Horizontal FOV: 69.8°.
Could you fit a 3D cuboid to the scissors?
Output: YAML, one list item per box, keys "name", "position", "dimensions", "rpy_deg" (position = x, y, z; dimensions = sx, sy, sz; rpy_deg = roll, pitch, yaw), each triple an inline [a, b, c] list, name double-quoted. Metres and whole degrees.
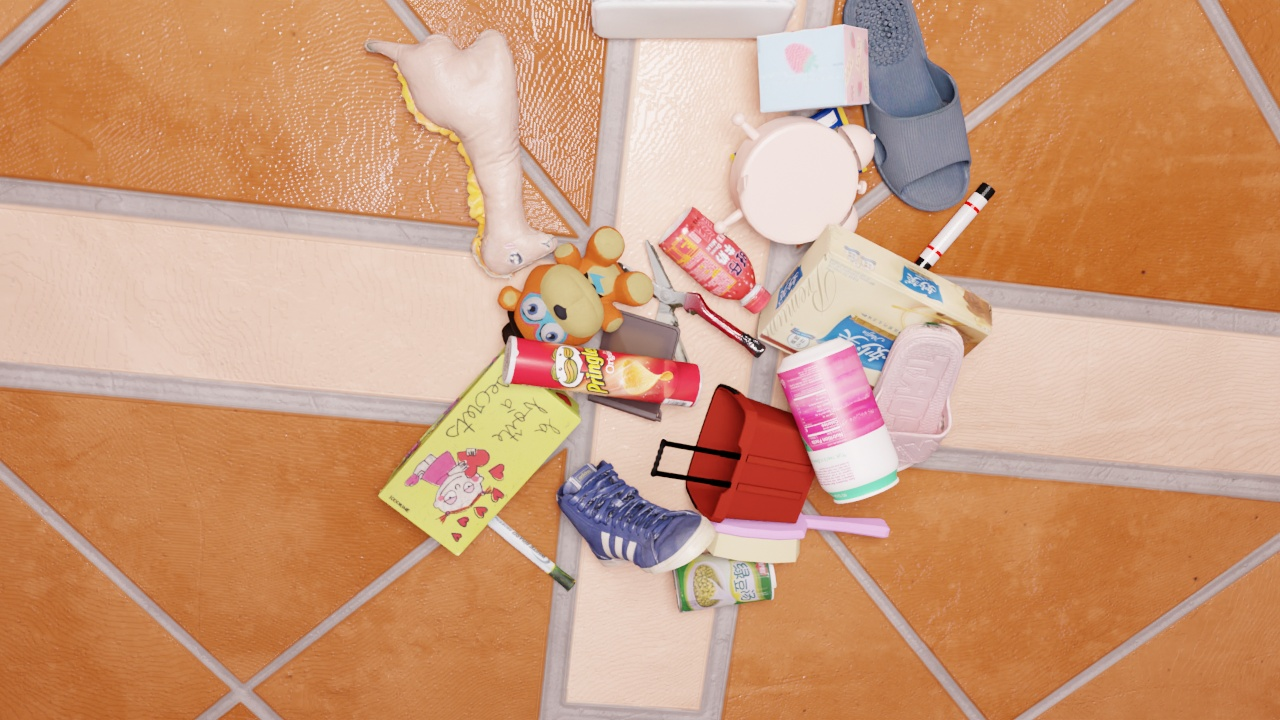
- name: "scissors"
  position: [0.054, -0.041, 1.061]
  dimensions: [0.196, 0.015, 0.180]
  rpy_deg: [16, 119, 12]

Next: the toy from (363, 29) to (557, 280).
- name: "toy"
  position: [-0.190, -0.219, 0.994]
  dimensions: [0.196, 0.065, 0.265]
  rpy_deg: [2, 111, 4]

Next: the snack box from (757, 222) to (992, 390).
- name: "snack box"
  position: [0.259, -0.044, 1.028]
  dimensions: [0.207, 0.055, 0.154]
  rpy_deg: [25, 135, -10]

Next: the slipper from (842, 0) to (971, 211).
- name: "slipper"
  position: [0.291, -0.282, 0.992]
  dimensions: [0.101, 0.082, 0.263]
  rpy_deg: [-23, 104, 5]

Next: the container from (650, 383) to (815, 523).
- name: "container"
  position: [0.095, 0.107, 1.057]
  dimensions: [0.200, 0.127, 0.148]
  rpy_deg: [13, 103, -17]

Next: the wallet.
- name: "wallet"
  position: [-0.007, 0.006, 1.070]
  dimensions: [0.091, 0.018, 0.116]
  rpy_deg: [17, 106, 11]

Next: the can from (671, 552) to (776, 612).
- name: "can"
  position: [0.102, 0.268, 1.130]
  dimensions: [0.121, 0.067, 0.067]
  rpy_deg: [-8, 105, -1]

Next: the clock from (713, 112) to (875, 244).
- name: "clock"
  position: [0.169, -0.190, 0.982]
  dimensions: [0.160, 0.086, 0.131]
  rpy_deg: [1, 114, -17]

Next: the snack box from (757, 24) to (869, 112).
- name: "snack box"
  position: [0.181, -0.303, 0.956]
  dimensions: [0.093, 0.094, 0.079]
  rpy_deg: [3, 107, 28]

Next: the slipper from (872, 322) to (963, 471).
- name: "slipper"
  position: [0.303, 0.062, 1.037]
  dimensions: [0.094, 0.064, 0.240]
  rpy_deg: [10, 135, 3]

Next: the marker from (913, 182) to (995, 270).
- name: "marker"
  position: [0.354, -0.143, 1.063]
  dimensions: [0.019, 0.019, 0.146]
  rpy_deg: [37, 99, -12]

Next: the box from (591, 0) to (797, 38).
- name: "box"
  position: [0.050, -0.383, 0.938]
  dimensions: [0.211, 0.105, 0.130]
  rpy_deg: [-7, 101, -2]

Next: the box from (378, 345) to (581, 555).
- name: "box"
  position: [-0.182, 0.100, 1.062]
  dimensions: [0.124, 0.082, 0.221]
  rpy_deg: [43, 99, -12]

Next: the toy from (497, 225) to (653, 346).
- name: "toy"
  position: [-0.078, -0.068, 1.025]
  dimensions: [0.176, 0.096, 0.112]
  rpy_deg: [-32, 104, 16]

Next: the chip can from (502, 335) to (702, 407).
- name: "chip can"
  position: [-0.040, 0.014, 1.007]
  dimensions: [0.214, 0.052, 0.052]
  rpy_deg: [8, 104, -16]

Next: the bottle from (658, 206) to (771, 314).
- name: "bottle"
  position: [0.089, -0.107, 1.035]
  dimensions: [0.137, 0.062, 0.062]
  rpy_deg: [40, 99, -13]

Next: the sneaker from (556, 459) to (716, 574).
- name: "sneaker"
  position: [-0.016, 0.165, 1.033]
  dimensions: [0.091, 0.234, 0.118]
  rpy_deg: [-38, 97, -25]

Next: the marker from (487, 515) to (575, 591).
- name: "marker"
  position: [-0.138, 0.235, 1.132]
  dimensions: [0.146, 0.017, 0.017]
  rpy_deg: [42, 98, -13]

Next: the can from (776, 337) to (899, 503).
- name: "can"
  position: [0.215, 0.064, 0.995]
  dimensions: [0.088, 0.088, 0.166]
  rpy_deg: [-21, 89, 2]

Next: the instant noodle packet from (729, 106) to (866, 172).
- name: "instant noodle packet"
  position: [0.177, -0.222, 1.028]
  dimensions: [0.134, 0.026, 0.087]
  rpy_deg: [-27, 109, 3]

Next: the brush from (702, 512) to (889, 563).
- name: "brush"
  position: [0.185, 0.207, 1.109]
  dimensions: [0.228, 0.089, 0.043]
  rpy_deg: [6, 108, -5]
